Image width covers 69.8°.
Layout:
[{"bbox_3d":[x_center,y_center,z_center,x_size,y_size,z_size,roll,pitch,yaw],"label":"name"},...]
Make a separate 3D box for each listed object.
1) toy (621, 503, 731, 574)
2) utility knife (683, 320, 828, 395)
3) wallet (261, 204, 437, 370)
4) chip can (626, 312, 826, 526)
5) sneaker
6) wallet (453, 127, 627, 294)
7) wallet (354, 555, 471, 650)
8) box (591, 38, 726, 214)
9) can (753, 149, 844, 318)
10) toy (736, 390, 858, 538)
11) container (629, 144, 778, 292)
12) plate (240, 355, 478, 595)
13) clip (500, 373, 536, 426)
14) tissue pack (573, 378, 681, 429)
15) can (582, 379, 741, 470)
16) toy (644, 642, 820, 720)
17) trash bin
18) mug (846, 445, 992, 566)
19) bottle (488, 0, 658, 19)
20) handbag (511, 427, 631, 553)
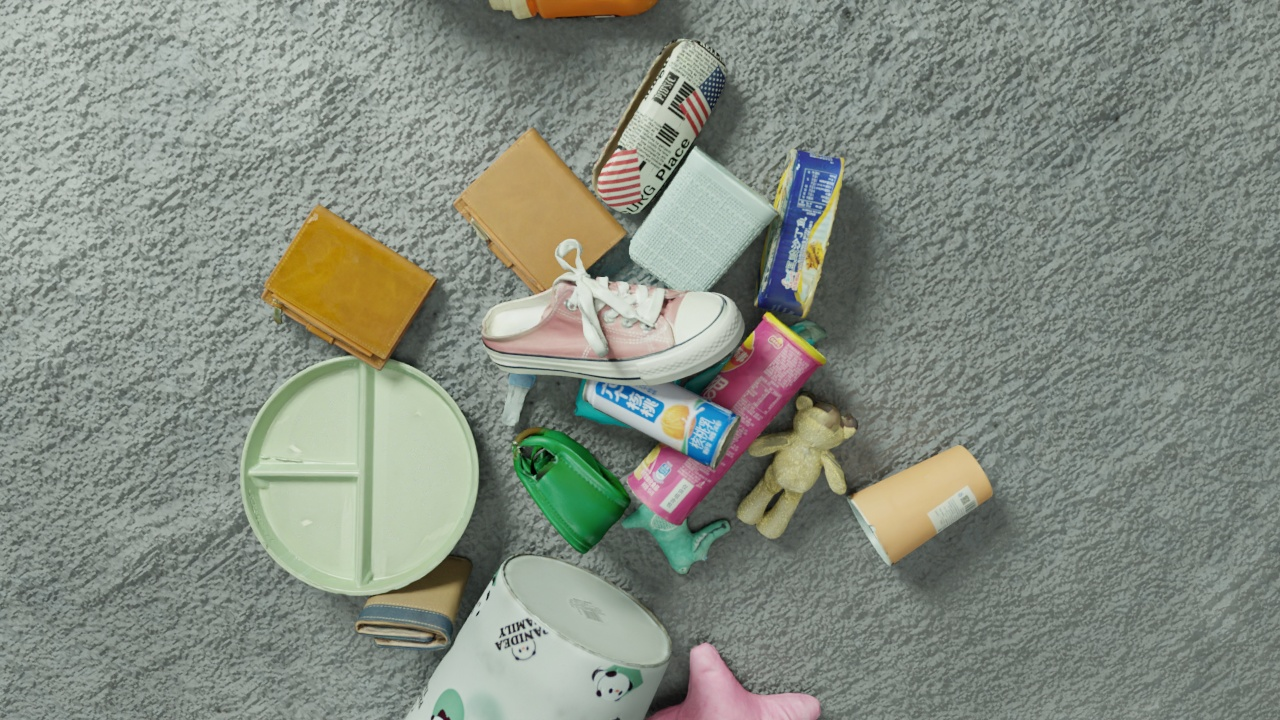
[{"bbox_3d":[0.041,0.174,0.932,0.096,0.030,0.092,-29,107,-1],"label":"toy"},{"bbox_3d":[0.108,0.002,0.896,0.158,0.013,0.029,-28,100,7],"label":"utility knife"},{"bbox_3d":[-0.278,-0.062,0.862,0.130,0.035,0.119,33,93,-7],"label":"wallet"},{"bbox_3d":[0.078,0.056,0.863,0.071,0.071,0.211,38,100,-9],"label":"chip can"},{"bbox_3d":[-0.035,-0.039,0.783,0.241,0.118,0.088,0,136,21],"label":"sneaker"},{"bbox_3d":[-0.094,-0.131,0.853,0.108,0.031,0.132,-42,97,9],"label":"wallet"},{"bbox_3d":[-0.220,0.232,0.902,0.090,0.115,0.033,7,116,-2],"label":"wallet"},{"bbox_3d":[0.019,-0.203,0.810,0.075,0.082,0.163,32,100,-9],"label":"box"},{"bbox_3d":[0.143,-0.115,0.836,0.049,0.074,0.148,12,103,0],"label":"can"},{"bbox_3d":[0.150,0.107,0.902,0.105,0.066,0.157,30,110,4],"label":"toy"},{"bbox_3d":[0.052,-0.121,0.829,0.090,0.089,0.112,36,105,-8],"label":"container"},{"bbox_3d":[-0.269,0.110,0.889,0.230,0.027,0.230,0,88,-1],"label":"plate"},{"bbox_3d":[-0.123,0.037,0.902,0.026,0.038,0.058,19,105,-7],"label":"clip"},{"bbox_3d":[-0.005,0.005,0.877,0.093,0.050,0.133,15,104,-4],"label":"tissue pack"},{"bbox_3d":[0.018,0.044,0.814,0.134,0.053,0.053,26,103,14],"label":"can"},{"bbox_3d":[0.097,0.407,0.964,0.194,0.074,0.178,30,93,-7],"label":"toy"},{"bbox_3d":[-0.107,0.341,0.883,0.229,0.229,0.252,27,96,-6],"label":"trash bin"},{"bbox_3d":[0.276,0.138,0.901,0.123,0.078,0.078,-30,102,3],"label":"mug"},{"bbox_3d":[-0.060,-0.325,0.793,0.149,0.066,0.067,-6,104,9],"label":"bottle"},{"bbox_3d":[-0.072,0.115,0.866,0.120,0.131,0.068,42,88,-5],"label":"handbag"}]
